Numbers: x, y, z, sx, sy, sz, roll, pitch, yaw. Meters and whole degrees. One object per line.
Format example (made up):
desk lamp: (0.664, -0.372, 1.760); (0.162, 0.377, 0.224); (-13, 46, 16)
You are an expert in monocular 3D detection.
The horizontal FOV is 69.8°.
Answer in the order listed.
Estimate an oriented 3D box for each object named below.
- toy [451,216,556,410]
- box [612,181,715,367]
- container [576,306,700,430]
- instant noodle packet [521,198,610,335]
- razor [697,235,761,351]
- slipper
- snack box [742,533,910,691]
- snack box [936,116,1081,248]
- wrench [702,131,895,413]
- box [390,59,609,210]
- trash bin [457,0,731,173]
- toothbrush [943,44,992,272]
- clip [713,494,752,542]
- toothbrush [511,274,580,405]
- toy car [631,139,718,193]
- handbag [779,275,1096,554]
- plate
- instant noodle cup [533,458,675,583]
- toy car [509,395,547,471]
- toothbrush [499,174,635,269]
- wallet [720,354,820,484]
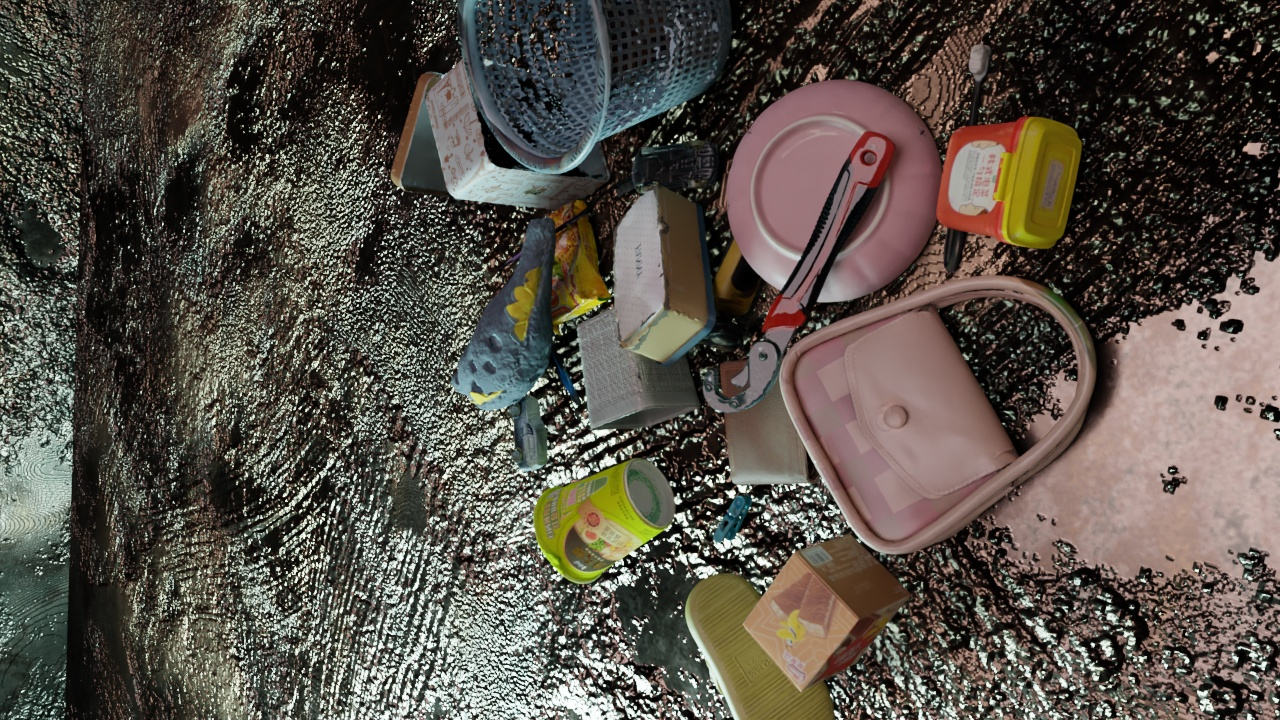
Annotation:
toy: (-0.159, -0.017, 1.059); (0.357, 0.091, 0.137); (132, 136, -53)
box: (0.020, -0.081, 0.892); (0.090, 0.061, 0.184); (-40, 42, 42)
container: (-0.006, 0.006, 0.949); (0.090, 0.090, 0.114); (-23, 74, 41)
instant noodle packet: (-0.088, -0.104, 1.051); (0.111, 0.044, 0.128); (-27, 74, 45)
razor: (0.098, -0.086, 0.873); (0.067, 0.062, 0.168); (-122, 51, -65)
slipper: (0.109, 0.292, 0.871); (0.190, 0.091, 0.082); (59, 168, 12)
snack box: (0.162, 0.217, 0.798); (0.077, 0.092, 0.095); (45, 120, 32)
snack box: (0.273, -0.134, 0.689); (0.080, 0.081, 0.091); (20, 105, 51)
wrench: (0.134, -0.065, 0.777); (0.056, 0.016, 0.274); (37, 112, 19)
box: (-0.170, -0.235, 1.026); (0.178, 0.182, 0.152); (-27, 73, 41)
trash bin: (-0.030, -0.307, 0.862); (0.227, 0.194, 0.227); (30, 131, 41)
toothbrush: (0.262, -0.162, 0.740); (0.016, 0.018, 0.181); (13, 102, 39)
clip: (0.093, 0.157, 0.910); (0.014, 0.040, 0.056); (39, 110, 34)
toothbrush: (-0.112, -0.027, 1.099); (0.014, 0.016, 0.189); (-38, 69, 27)
toy car: (0.036, -0.196, 0.937); (0.106, 0.031, 0.049); (3, 91, 41)
handbag: (0.243, 0.030, 0.730); (0.235, 0.093, 0.193); (-36, 69, 31)
plate: (0.158, -0.147, 0.790); (0.193, 0.039, 0.192); (2, 95, 28)
instant noodle cup: (-0.032, 0.162, 0.974); (0.124, 0.111, 0.111); (-33, 70, 31)
toy car: (-0.133, 0.087, 1.103); (0.034, 0.042, 0.090); (-5, 88, 29)
toothbrush: (-0.079, -0.150, 1.010); (0.189, 0.014, 0.017); (-32, 96, 12)
wallet: (0.123, 0.057, 0.872); (0.101, 0.032, 0.124); (-7, 87, 46)
